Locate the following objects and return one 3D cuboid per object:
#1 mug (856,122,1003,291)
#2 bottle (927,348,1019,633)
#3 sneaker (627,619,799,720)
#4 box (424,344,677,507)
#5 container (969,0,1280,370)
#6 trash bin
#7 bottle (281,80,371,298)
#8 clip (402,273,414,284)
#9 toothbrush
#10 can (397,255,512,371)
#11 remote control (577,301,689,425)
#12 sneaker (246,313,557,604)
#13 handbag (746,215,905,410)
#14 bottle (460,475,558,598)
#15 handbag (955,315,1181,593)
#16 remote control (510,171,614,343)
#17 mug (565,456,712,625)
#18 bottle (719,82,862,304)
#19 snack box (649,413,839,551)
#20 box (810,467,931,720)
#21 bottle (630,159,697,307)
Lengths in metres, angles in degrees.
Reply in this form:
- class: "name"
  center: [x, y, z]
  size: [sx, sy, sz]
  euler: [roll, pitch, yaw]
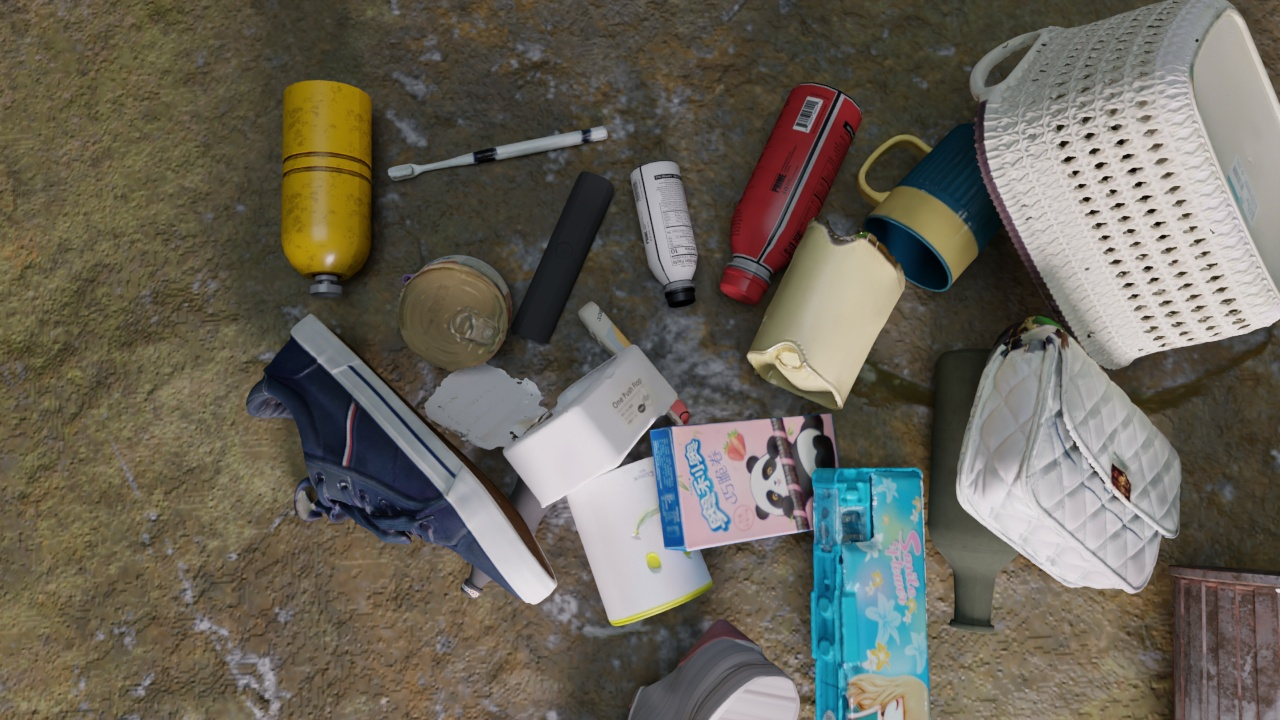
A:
- class: "mug"
  center: [0.229, -0.130, 0.716]
  size: [0.113, 0.083, 0.107]
  euler: [42, 86, 12]
- class: "bottle"
  center: [0.255, 0.097, 0.692]
  size: [0.071, 0.071, 0.206]
  euler: [5, 83, 3]
- class: "sneaker"
  center: [0.022, 0.291, 0.678]
  size: [0.099, 0.089, 0.236]
  euler: [27, 105, -28]
- class: "box"
  center: [-0.069, 0.046, 0.694]
  size: [0.189, 0.111, 0.101]
  euler: [-9, 111, 33]
- class: "container"
  center: [0.349, -0.122, 0.634]
  size: [0.184, 0.143, 0.251]
  euler: [-47, 111, -29]
- class: "trash bin"
  center: [0.440, 0.255, 0.637]
  size: [0.131, 0.131, 0.211]
  euler: [3, 81, 2]
- class: "bottle"
  center: [-0.253, -0.133, 0.741]
  size: [0.071, 0.071, 0.163]
  euler: [-2, 83, 2]
- class: "clip"
  center: [-0.169, -0.066, 0.751]
  size: [0.051, 0.033, 0.013]
  euler: [-2, 82, 2]
- class: "toothbrush"
  center: [-0.119, -0.173, 0.766]
  size: [0.187, 0.017, 0.012]
  euler: [-11, 103, 0]
- class: "can"
  center: [-0.145, -0.038, 0.722]
  size: [0.086, 0.043, 0.086]
  euler: [0, 107, 0]
- class: "remote control"
  center: [-0.004, 0.004, 0.729]
  size: [0.018, 0.038, 0.125]
  euler: [-42, 83, -5]
- class: "sneaker"
  center: [-0.190, 0.096, 0.676]
  size: [0.294, 0.121, 0.127]
  euler: [37, 78, 21]
- class: "handbag"
  center: [0.138, -0.037, 0.693]
  size: [0.081, 0.111, 0.119]
  euler: [25, 83, 26]
- class: "bottle"
  center: [-0.104, 0.136, 0.717]
  size: [0.036, 0.036, 0.110]
  euler: [33, 85, 6]
- class: "handbag"
  center: [0.309, 0.074, 0.641]
  size: [0.194, 0.073, 0.138]
  euler: [34, 69, -32]
- class: "remote control"
  center: [-0.064, -0.085, 0.753]
  size: [0.033, 0.015, 0.146]
  euler: [23, 84, 5]
- class: "mug"
  center: [-0.002, 0.134, 0.691]
  size: [0.082, 0.082, 0.106]
  euler: [-21, 82, -1]
- class: "bottle"
  center: [0.114, -0.129, 0.729]
  size: [0.062, 0.062, 0.176]
  euler: [25, 84, 5]
- class: "snack box"
  center: [0.083, 0.088, 0.681]
  size: [0.154, 0.033, 0.088]
  euler: [-2, 81, -32]
- class: "box"
  center: [0.172, 0.193, 0.679]
  size: [0.094, 0.040, 0.226]
  euler: [4, 83, -32]
- class: "bottle"
  center: [0.022, -0.100, 0.740]
  size: [0.041, 0.041, 0.116]
  euler: [-11, 83, 0]
